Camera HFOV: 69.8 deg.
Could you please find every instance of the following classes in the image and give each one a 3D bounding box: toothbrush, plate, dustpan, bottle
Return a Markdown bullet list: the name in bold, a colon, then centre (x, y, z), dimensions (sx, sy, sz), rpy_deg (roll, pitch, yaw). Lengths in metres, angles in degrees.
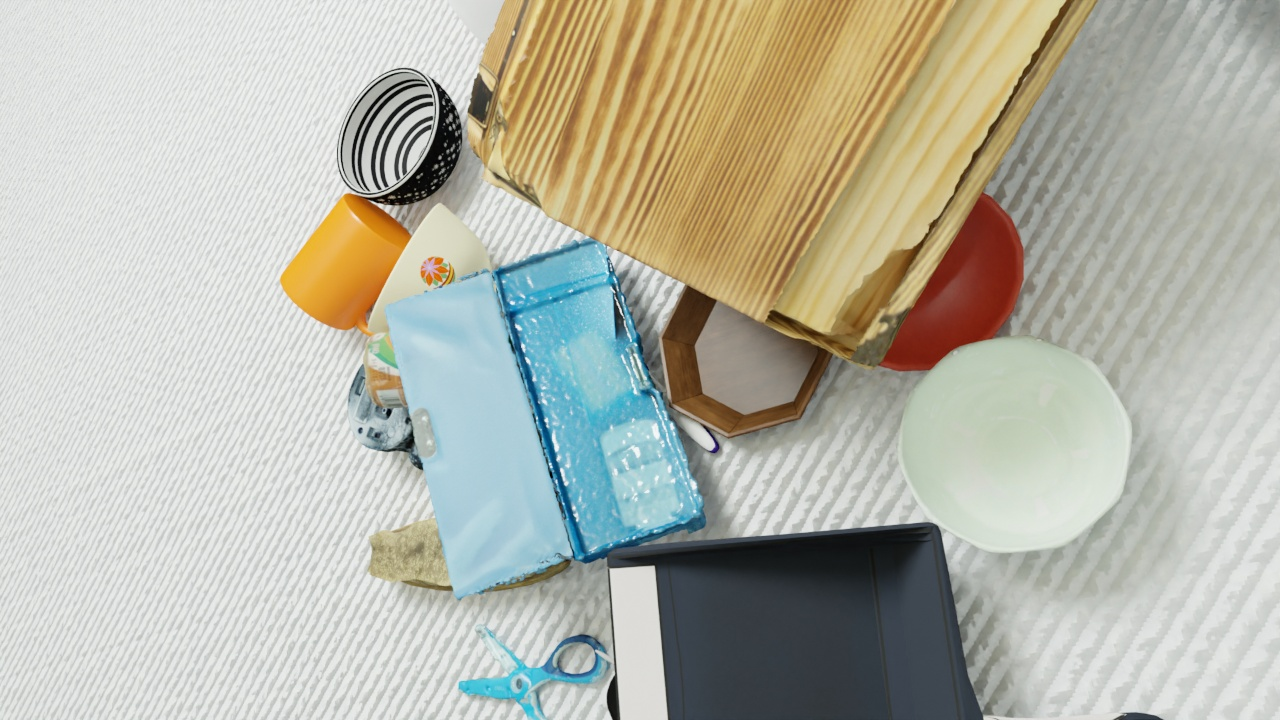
- **toothbrush**: centre (-0.004, 0.004, 0.676), dimensions (0.015, 0.016, 0.186), rpy_deg (-49, 58, 8)
- **plate**: centre (0.074, -0.009, 0.626), dimensions (0.132, 0.025, 0.131), rpy_deg (-9, 73, 29)
- **dustpan**: centre (0.130, 0.206, 0.480), dimensions (0.273, 0.080, 0.236), rpy_deg (-3, 77, -9)
- **bottle**: centre (-0.121, 0.001, 0.696), dimensions (0.167, 0.059, 0.059), rpy_deg (-5, 73, 1)

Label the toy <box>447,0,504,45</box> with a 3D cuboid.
- **toy**: centre (-0.019, -0.335, 0.635), dimensions (0.266, 0.263, 0.280), rpy_deg (-1, 58, 18)

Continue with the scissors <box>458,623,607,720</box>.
- **scissors**: centre (-0.076, 0.229, 0.665), dimensions (0.137, 0.012, 0.127), rpy_deg (42, 101, 34)

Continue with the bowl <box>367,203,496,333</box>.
- **bowl**: centre (-0.158, -0.058, 0.745), dimensions (0.074, 0.118, 0.118), rpy_deg (29, 94, -9)

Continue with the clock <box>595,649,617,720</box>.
- **clock**: centre (0.030, 0.214, 0.558), dimensions (0.121, 0.091, 0.043), rpy_deg (42, 110, 36)

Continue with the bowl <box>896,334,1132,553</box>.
- **bowl**: centre (0.209, 0.049, 0.509), dimensions (0.118, 0.061, 0.117), rpy_deg (-9, 73, 30)

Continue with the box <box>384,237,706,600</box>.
- **box**: centre (-0.072, 0.031, 0.635), dimensions (0.174, 0.033, 0.231), rpy_deg (-17, 65, -5)

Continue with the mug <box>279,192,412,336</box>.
- **mug**: centre (-0.247, -0.076, 0.817), dimensions (0.112, 0.077, 0.096), rpy_deg (43, 102, 3)

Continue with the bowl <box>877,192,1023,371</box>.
- **bowl**: centre (0.175, -0.049, 0.570), dimensions (0.122, 0.035, 0.122), rpy_deg (-9, 73, 29)

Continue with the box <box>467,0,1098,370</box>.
- **box**: centre (0.060, -0.182, 0.454), dimensions (0.280, 0.258, 0.220), rpy_deg (-63, 21, 24)

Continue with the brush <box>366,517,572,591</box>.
- **brush**: centre (-0.138, 0.147, 0.704), dimensions (0.196, 0.043, 0.059), rpy_deg (-8, 73, 30)

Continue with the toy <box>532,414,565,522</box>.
- **toy**: centre (-0.058, 0.077, 0.662), dimensions (0.087, 0.067, 0.112), rpy_deg (-33, 47, -7)

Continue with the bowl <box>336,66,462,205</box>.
- **bowl**: centre (-0.204, -0.190, 0.817), dimensions (0.120, 0.066, 0.120), rpy_deg (-9, 73, 29)

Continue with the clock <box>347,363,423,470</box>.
- **clock**: centre (-0.185, 0.038, 0.755), dimensions (0.129, 0.052, 0.090), rpy_deg (19, 87, 34)
